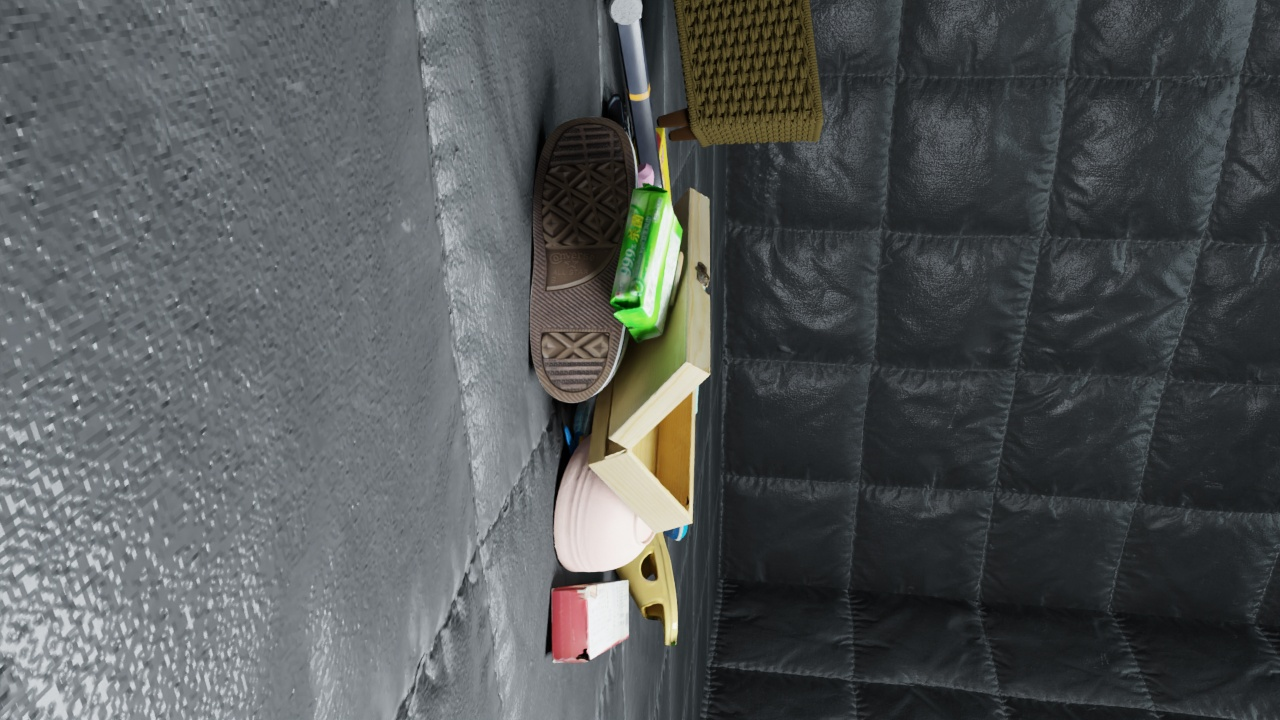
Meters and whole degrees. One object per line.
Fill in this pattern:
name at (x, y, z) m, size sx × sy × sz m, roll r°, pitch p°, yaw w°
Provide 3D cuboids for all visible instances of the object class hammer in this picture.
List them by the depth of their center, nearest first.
hammer at (-0.001, -0.314, 1.096) m, size 0.139 × 0.035 × 0.313 m, roll -95°, pitch 176°, yaw -45°

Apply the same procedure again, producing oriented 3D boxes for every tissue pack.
tissue pack at (0.007, -0.078, 0.761) m, size 0.099 × 0.034 × 0.114 m, roll 49°, pitch 50°, yaw -72°

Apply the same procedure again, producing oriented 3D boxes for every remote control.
remote control at (-0.023, -0.282, 1.106) m, size 0.140 × 0.021 × 0.045 m, roll -22°, pitch 107°, yaw -84°

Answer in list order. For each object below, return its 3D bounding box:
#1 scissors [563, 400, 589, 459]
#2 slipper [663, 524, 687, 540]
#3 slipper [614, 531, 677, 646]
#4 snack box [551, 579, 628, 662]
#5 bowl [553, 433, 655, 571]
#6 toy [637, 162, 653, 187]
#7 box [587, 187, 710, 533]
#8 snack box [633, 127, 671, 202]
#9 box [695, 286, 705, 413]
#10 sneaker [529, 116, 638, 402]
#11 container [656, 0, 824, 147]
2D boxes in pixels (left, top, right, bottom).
scissors at (-0.067, 0.101, 0.971) m, size 0.125 × 0.013 × 0.126 m, roll 80°, pitch 14°, yaw -56°
slipper at (0.023, 0.122, 1.093) m, size 0.295 × 0.060 × 0.118 m, roll -137°, pitch -141°, yaw -71°
slipper at (0.001, 0.275, 1.283) m, size 0.100 × 0.078 × 0.263 m, roll 79°, pitch 0°, yaw -56°
snack box at (-0.053, 0.289, 1.033) m, size 0.273 × 0.044 × 0.076 m, roll 57°, pitch 31°, yaw -76°
bowl at (-0.023, 0.154, 0.962) m, size 0.153 × 0.076 × 0.153 m, roll 9°, pitch 90°, yaw -68°
toy at (-0.027, -0.152, 0.986) m, size 0.157 × 0.067 × 0.123 m, roll -70°, pitch 163°, yaw -49°
box at (0.016, -0.002, 0.903) m, size 0.253 × 0.119 × 0.247 m, roll 100°, pitch -5°, yaw -45°
snack box at (0.017, -0.224, 1.312) m, size 0.201 × 0.042 × 0.092 m, roll 82°, pitch 14°, yaw -50°
box at (0.029, -0.018, 1.259) m, size 0.139 × 0.055 × 0.187 m, roll -6°, pitch -101°, yaw 54°
sneaker at (-0.042, -0.088, 0.825) m, size 0.097 × 0.091 × 0.245 m, roll -23°, pitch 114°, yaw -81°
container at (0.114, -0.442, 1.197) m, size 0.176 × 0.205 × 0.321 m, roll -30°, pitch 113°, yaw -79°
